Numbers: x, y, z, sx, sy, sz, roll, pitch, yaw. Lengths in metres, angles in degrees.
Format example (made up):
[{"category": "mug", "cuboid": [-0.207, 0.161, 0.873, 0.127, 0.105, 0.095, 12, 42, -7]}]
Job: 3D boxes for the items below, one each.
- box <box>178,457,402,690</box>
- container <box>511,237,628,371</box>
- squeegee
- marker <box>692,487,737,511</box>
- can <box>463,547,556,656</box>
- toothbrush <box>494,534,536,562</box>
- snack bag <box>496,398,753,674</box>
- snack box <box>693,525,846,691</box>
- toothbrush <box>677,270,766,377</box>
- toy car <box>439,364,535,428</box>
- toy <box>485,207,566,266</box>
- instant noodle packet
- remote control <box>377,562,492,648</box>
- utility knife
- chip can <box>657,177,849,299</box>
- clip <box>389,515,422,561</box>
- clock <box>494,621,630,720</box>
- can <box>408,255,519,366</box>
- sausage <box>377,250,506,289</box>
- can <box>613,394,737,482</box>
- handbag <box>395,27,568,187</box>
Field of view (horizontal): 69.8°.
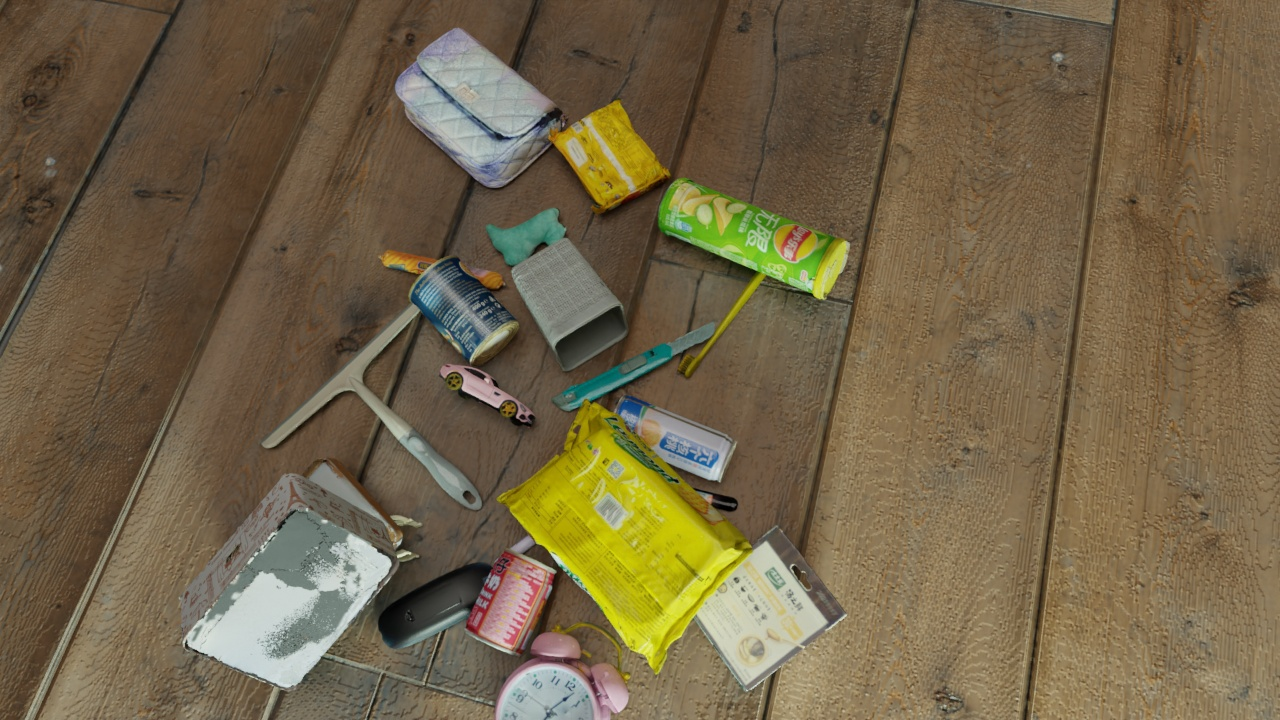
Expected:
[{"category": "box", "cuboid": [-0.354, 0.202, 0.945, 0.182, 0.153, 0.178, -49, 35, -1]}, {"category": "container", "cuboid": [-0.083, -0.067, 1.050, 0.090, 0.090, 0.114, -31, 68, -8]}, {"category": "squeegee", "cuboid": [-0.267, 0.081, 1.033, 0.246, 0.039, 0.246, 42, 78, 16]}, {"category": "marker", "cuboid": [0.045, 0.145, 1.004, 0.124, 0.015, 0.018, 12, 73, 5]}, {"category": "can", "cuboid": [-0.133, 0.248, 0.948, 0.066, 0.066, 0.093, 22, 75, 11]}, {"category": "toothbrush", "cuboid": [-0.084, 0.164, 1.002, 0.189, 0.029, 0.021, -40, 110, -9]}, {"category": "snack bag", "cuboid": [-0.017, 0.169, 0.930, 0.246, 0.068, 0.158, 42, 91, 21]}, {"category": "snack box", "cuboid": [0.124, 0.253, 0.937, 0.125, 0.053, 0.113, -34, 71, -8]}, {"category": "toothbrush", "cuboid": [0.104, -0.057, 1.072, 0.016, 0.016, 0.190, 32, 75, 21]}, {"category": "toy car", "cuboid": [-0.171, 0.037, 1.035, 0.122, 0.056, 0.037, 27, 81, 12]}, {"category": "toy", "cuboid": [-0.129, -0.147, 1.112, 0.092, 0.030, 0.096, -33, 77, -6]}, {"category": "instant noodle packet", "cuboid": [-0.041, -0.252, 1.132, 0.110, 0.044, 0.128, -30, 80, -14]}, {"category": "remote control", "cuboid": [-0.215, 0.259, 0.973, 0.136, 0.024, 0.053, -27, 72, -6]}, {"category": "utility knife", "cuboid": [-0.006, 0.006, 1.051, 0.207, 0.013, 0.029, -27, 63, -3]}, {"category": "chip can", "cuboid": [0.125, -0.144, 1.058, 0.221, 0.072, 0.072, 25, 73, 20]}, {"category": "clip", "cuboid": [-0.286, 0.206, 0.992, 0.104, 0.035, 0.083, -19, 69, 2]}, {"category": "clock", "cuboid": [-0.079, 0.338, 0.917, 0.117, 0.060, 0.158, 33, 74, 13]}, {"category": "can", "cuboid": [-0.201, -0.055, 1.053, 0.075, 0.075, 0.111, -42, 80, -11]}, {"category": "sausage", "cuboid": [-0.240, -0.110, 1.109, 0.165, 0.021, 0.021, 12, 71, 8]}, {"category": "can", "cuboid": [0.035, 0.085, 1.004, 0.134, 0.053, 0.053, 21, 73, 11]}, {"category": "handbag", "cuboid": [-0.205, -0.319, 1.154, 0.194, 0.076, 0.134, 41, 76, 15]}]
